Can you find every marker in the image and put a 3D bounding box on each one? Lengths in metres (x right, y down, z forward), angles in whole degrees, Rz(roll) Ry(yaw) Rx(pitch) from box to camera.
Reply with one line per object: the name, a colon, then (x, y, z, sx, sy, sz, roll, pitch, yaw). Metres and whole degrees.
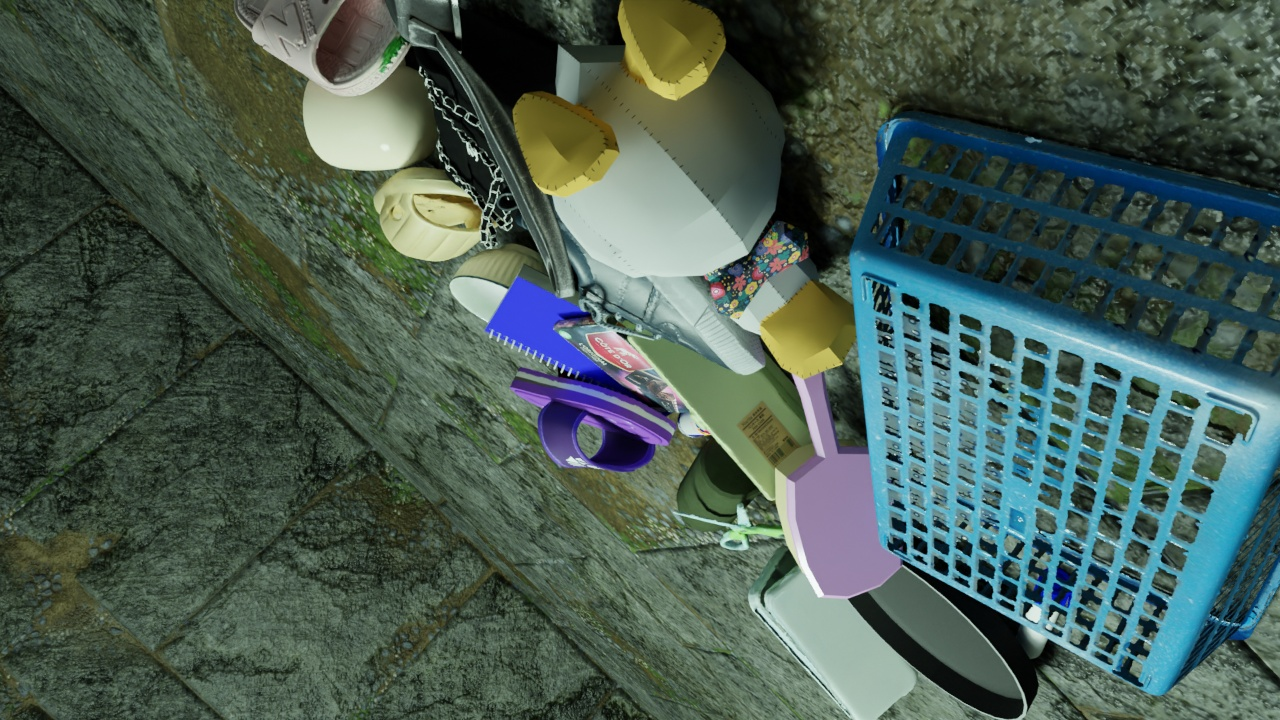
marker: (0.329, 0.209, 0.749, 0.027, 0.023, 0.133, 12, 146, 21)

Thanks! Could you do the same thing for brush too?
brush: (0.147, 0.079, 0.733, 0.043, 0.089, 0.229, -135, 27, -74)

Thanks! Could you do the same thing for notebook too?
notebook: (-0.040, -0.010, 0.888, 0.209, 0.022, 0.172, 27, 158, -11)

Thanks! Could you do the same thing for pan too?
pan: (-0.119, -0.203, 0.570, 0.187, 0.055, 0.357, 157, 96, -77)
pan: (0.223, 0.192, 0.858, 0.356, 0.034, 0.226, 49, 163, 0)

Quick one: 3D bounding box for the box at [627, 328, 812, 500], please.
box: (0.073, 0.019, 0.788, 0.188, 0.091, 0.083, 50, 173, -8)

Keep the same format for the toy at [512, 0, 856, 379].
toy: (0.028, -0.108, 0.568, 0.246, 0.141, 0.267, 51, -173, 27)

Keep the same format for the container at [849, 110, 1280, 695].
container: (0.241, 0.051, 0.537, 0.257, 0.089, 0.363, 26, 152, 35)

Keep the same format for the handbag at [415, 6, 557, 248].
handbag: (-0.127, -0.177, 0.714, 0.125, 0.114, 0.154, 39, 161, 17)

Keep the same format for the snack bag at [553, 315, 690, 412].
snack bag: (-0.005, 0.005, 0.844, 0.075, 0.018, 0.155, -4, 144, 47)

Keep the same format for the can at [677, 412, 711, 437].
can: (0.069, 0.056, 0.896, 0.032, 0.032, 0.095, 48, 157, -11)

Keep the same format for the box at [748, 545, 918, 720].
box: (0.205, 0.304, 1.023, 0.215, 0.122, 0.083, 54, 178, -13)

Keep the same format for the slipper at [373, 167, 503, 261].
slipper: (-0.201, -0.137, 0.904, 0.111, 0.079, 0.262, 5, -177, -28)

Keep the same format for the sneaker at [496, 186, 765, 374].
sneaker: (-0.001, -0.059, 0.690, 0.088, 0.089, 0.235, -38, 110, 23)

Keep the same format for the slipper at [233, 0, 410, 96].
slipper: (-0.289, -0.298, 0.782, 0.239, 0.094, 0.064, 33, -177, 32)

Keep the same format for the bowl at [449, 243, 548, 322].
bowl: (-0.127, -0.077, 0.931, 0.118, 0.062, 0.118, 20, 160, 7)

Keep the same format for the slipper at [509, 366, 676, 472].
slipper: (-0.067, 0.075, 0.990, 0.107, 0.084, 0.267, 31, 169, -34)

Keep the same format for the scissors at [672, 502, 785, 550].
scissors: (0.103, 0.174, 0.944, 0.171, 0.024, 0.160, 17, 158, -22)

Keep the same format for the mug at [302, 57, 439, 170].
mug: (-0.233, -0.232, 0.824, 0.100, 0.096, 0.120, 7, 104, 27)

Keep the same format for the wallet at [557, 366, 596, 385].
wallet: (-0.066, 0.026, 1.082, 0.072, 0.019, 0.123, 37, 156, 15)

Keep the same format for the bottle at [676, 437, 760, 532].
bottle: (0.078, 0.141, 0.979, 0.071, 0.071, 0.207, 39, 157, 10)
